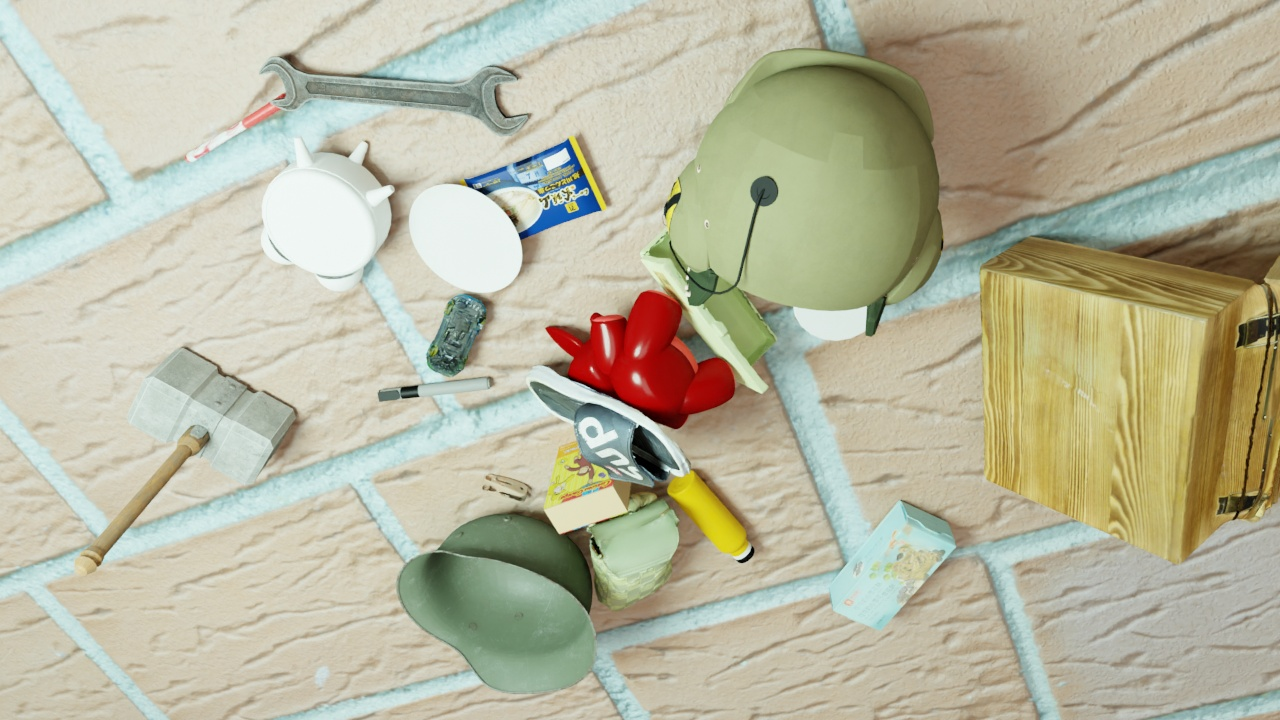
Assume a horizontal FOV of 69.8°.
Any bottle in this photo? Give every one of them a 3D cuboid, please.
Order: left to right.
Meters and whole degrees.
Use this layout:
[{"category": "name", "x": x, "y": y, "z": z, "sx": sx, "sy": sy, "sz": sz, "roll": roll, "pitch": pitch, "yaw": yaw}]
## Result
[{"category": "bottle", "x": 0.094, "y": 0.203, "z": 1.170, "sx": 0.043, "sy": 0.043, "sz": 0.143, "roll": -33, "pitch": 112, "yaw": 20}]

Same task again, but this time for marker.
[{"category": "marker", "x": -0.431, "y": -0.246, "z": 0.977, "sx": 0.142, "sy": 0.012, "sz": 0.013, "roll": -24, "pitch": 115, "yaw": 17}, {"category": "marker", "x": -0.251, "y": 0.035, "z": 1.119, "sx": 0.140, "sy": 0.016, "sz": 0.016, "roll": -7, "pitch": 119, "yaw": 8}]

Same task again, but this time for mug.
[{"category": "mug", "x": 0.217, "y": -0.088, "z": 0.968, "sx": 0.121, "sy": 0.090, "sz": 0.091, "roll": -28, "pitch": 114, "yaw": 18}]

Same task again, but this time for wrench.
[{"category": "wrench", "x": -0.251, "y": -0.273, "z": 0.939, "sx": 0.273, "sy": 0.010, "sz": 0.070, "roll": 4, "pitch": 119, "yaw": -1}]

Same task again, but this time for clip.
[{"category": "clip", "x": -0.175, "y": 0.162, "z": 1.182, "sx": 0.061, "sy": 0.025, "sz": 0.049, "roll": -12, "pitch": 114, "yaw": 19}]

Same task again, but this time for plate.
[{"category": "plate", "x": -0.190, "y": -0.134, "z": 1.006, "sx": 0.135, "sy": 0.011, "sz": 0.135, "roll": 12, "pitch": 130, "yaw": 14}]

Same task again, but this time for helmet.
[{"category": "helmet", "x": -0.169, "y": 0.285, "z": 1.173, "sx": 0.268, "sy": 0.153, "sz": 0.227, "roll": 5, "pitch": 121, "yaw": 10}, {"category": "helmet", "x": 0.154, "y": -0.157, "z": 0.828, "sx": 0.250, "sy": 0.255, "sz": 0.233, "roll": 10, "pitch": 123, "yaw": -2}]

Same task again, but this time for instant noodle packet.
[{"category": "instant noodle packet", "x": -0.114, "y": -0.178, "z": 0.982, "sx": 0.134, "sy": 0.026, "sz": 0.087, "roll": -18, "pitch": 120, "yaw": 14}]

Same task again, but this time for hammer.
[{"category": "hammer", "x": -0.529, "y": 0.126, "z": 1.020, "sx": 0.162, "sy": 0.317, "sz": 0.083, "roll": 32, "pitch": 117, "yaw": -13}]

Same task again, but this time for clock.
[{"category": "clock", "x": -0.336, "y": -0.159, "z": 0.994, "sx": 0.125, "sy": 0.072, "sz": 0.161, "roll": 28, "pitch": 125, "yaw": -11}]

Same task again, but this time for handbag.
[{"category": "handbag", "x": -0.019, "y": 0.234, "z": 1.164, "sx": 0.113, "sy": 0.116, "sz": 0.187, "roll": -18, "pitch": 145, "yaw": -16}]

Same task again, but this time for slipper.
[{"category": "slipper", "x": -0.047, "y": 0.080, "z": 1.009, "sx": 0.063, "sy": 0.264, "sz": 0.111, "roll": -47, "pitch": 134, "yaw": -16}]

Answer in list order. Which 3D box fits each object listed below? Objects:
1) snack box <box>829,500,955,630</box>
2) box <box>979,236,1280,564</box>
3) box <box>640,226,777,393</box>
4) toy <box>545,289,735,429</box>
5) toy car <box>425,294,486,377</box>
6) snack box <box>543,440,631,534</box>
[{"category": "snack box", "x": 0.321, "y": 0.266, "z": 1.183, "sx": 0.075, "sy": 0.053, "sz": 0.175, "roll": 26, "pitch": 117, "yaw": -9}, {"category": "box", "x": 0.579, "y": -0.005, "z": 0.960, "sx": 0.335, "sy": 0.287, "sz": 0.279, "roll": -25, "pitch": 120, "yaw": -25}, {"category": "box", "x": 0.086, "y": -0.062, "z": 0.986, "sx": 0.082, "sy": 0.098, "sz": 0.188, "roll": -45, "pitch": 114, "yaw": -12}, {"category": "toy", "x": -0.006, "y": 0.006, "z": 1.022, "sx": 0.158, "sy": 0.120, "sz": 0.198, "roll": 48, "pitch": 153, "yaw": -22}, {"category": "toy car", "x": -0.213, "y": -0.030, "z": 1.069, "sx": 0.048, "sy": 0.032, "sz": 0.105, "roll": 24, "pitch": 113, "yaw": -8}, {"category": "snack box", "x": -0.058, "y": 0.140, "z": 1.100, "sx": 0.088, "sy": 0.125, "sz": 0.040, "roll": -21, "pitch": 116, "yaw": 15}]
